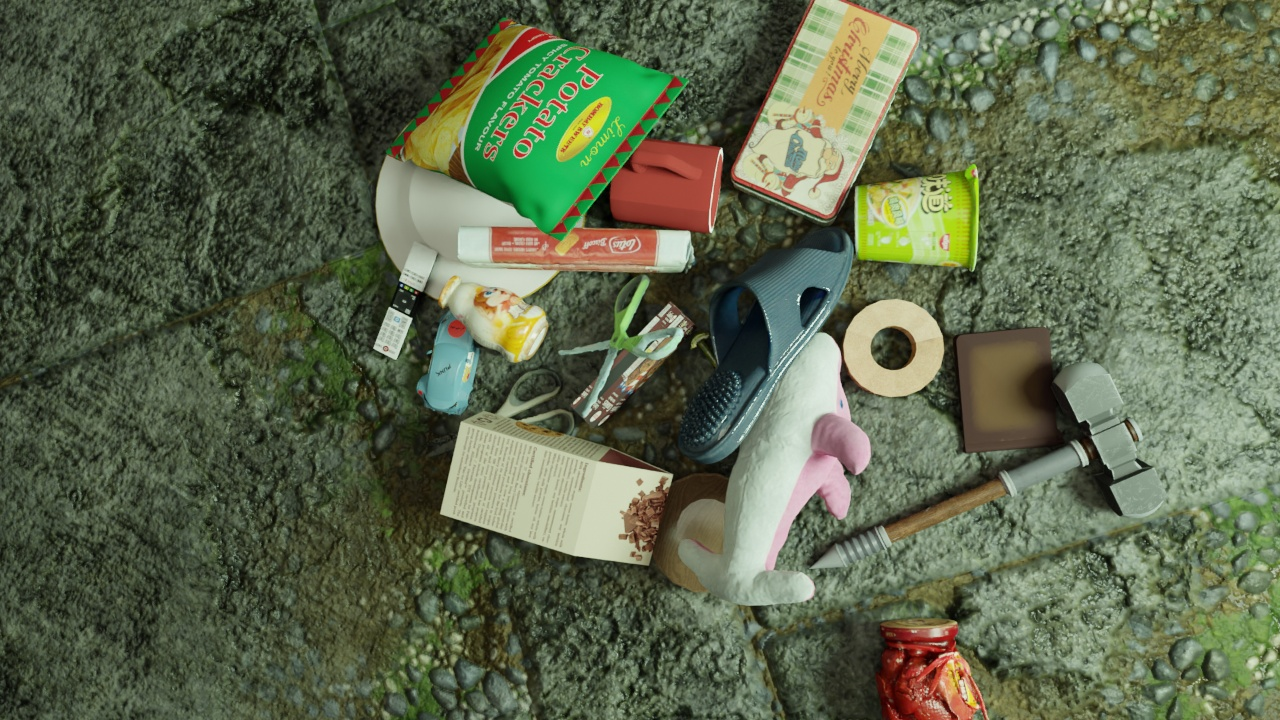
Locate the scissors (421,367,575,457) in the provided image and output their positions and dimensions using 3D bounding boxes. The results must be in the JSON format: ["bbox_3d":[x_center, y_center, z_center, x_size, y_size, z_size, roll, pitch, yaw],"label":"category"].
[{"bbox_3d":[-0.143,0.075,0.947,0.132,0.012,0.169,40,93,8],"label":"scissors"}]

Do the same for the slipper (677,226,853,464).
[{"bbox_3d":[0.098,-0.032,0.848,0.082,0.101,0.263,39,75,-27],"label":"slipper"}]

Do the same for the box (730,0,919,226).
[{"bbox_3d":[0.178,-0.244,0.898,0.118,0.050,0.205,27,91,7],"label":"box"}]

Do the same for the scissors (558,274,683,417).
[{"bbox_3d":[-0.022,-0.018,0.887,0.173,0.021,0.171,-6,53,41],"label":"scissors"}]

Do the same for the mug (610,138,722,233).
[{"bbox_3d":[0.025,-0.173,0.881,0.096,0.116,0.080,9,85,8],"label":"mug"}]

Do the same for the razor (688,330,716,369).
[{"bbox_3d":[0.086,0.017,0.911,0.026,0.042,0.106,-37,93,2],"label":"razor"}]

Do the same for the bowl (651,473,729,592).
[{"bbox_3d":[0.066,0.168,0.906,0.118,0.030,0.118,0,88,7],"label":"bowl"}]

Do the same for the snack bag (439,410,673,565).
[{"bbox_3d":[-0.079,0.127,0.901,0.206,0.069,0.094,15,98,7],"label":"snack bag"}]

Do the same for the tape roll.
[{"bbox_3d":[0.243,-0.011,0.890,0.094,0.027,0.094,0,88,8],"label":"tape roll"}]

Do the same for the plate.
[{"bbox_3d":[-0.170,-0.169,0.955,0.230,0.021,0.229,0,88,8],"label":"plate"}]

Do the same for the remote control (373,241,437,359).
[{"bbox_3d":[-0.244,-0.062,0.956,0.028,0.011,0.124,26,103,8],"label":"remote control"}]

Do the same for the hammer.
[{"bbox_3d":[0.311,0.132,0.868,0.323,0.043,0.156,-26,93,10],"label":"hammer"}]

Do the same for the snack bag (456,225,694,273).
[{"bbox_3d":[-0.062,-0.108,0.896,0.225,0.077,0.041,0,89,0],"label":"snack bag"}]

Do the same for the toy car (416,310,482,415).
[{"bbox_3d":[-0.197,0.001,0.950,0.060,0.027,0.107,13,90,8],"label":"toy car"}]

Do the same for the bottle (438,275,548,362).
[{"bbox_3d":[-0.149,-0.045,0.925,0.108,0.063,0.063,29,92,4],"label":"bottle"}]

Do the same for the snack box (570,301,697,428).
[{"bbox_3d":[-0.005,0.005,0.912,0.032,0.051,0.141,44,94,7],"label":"snack box"}]

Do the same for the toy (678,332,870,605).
[{"bbox_3d":[0.144,0.106,0.851,0.187,0.128,0.265,5,65,47],"label":"toy"}]

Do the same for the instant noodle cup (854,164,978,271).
[{"bbox_3d":[0.258,-0.131,0.865,0.108,0.098,0.099,-1,88,16],"label":"instant noodle cup"}]

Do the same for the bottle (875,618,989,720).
[{"bbox_3d":[0.264,0.297,0.840,0.099,0.099,0.111,-4,81,7],"label":"bottle"}]

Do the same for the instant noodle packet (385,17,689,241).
[{"bbox_3d":[-0.107,-0.234,0.885,0.253,0.090,0.195,29,76,31],"label":"instant noodle packet"}]

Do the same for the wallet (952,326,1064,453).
[{"bbox_3d":[0.352,0.028,0.881,0.091,0.018,0.115,-6,91,7],"label":"wallet"}]
